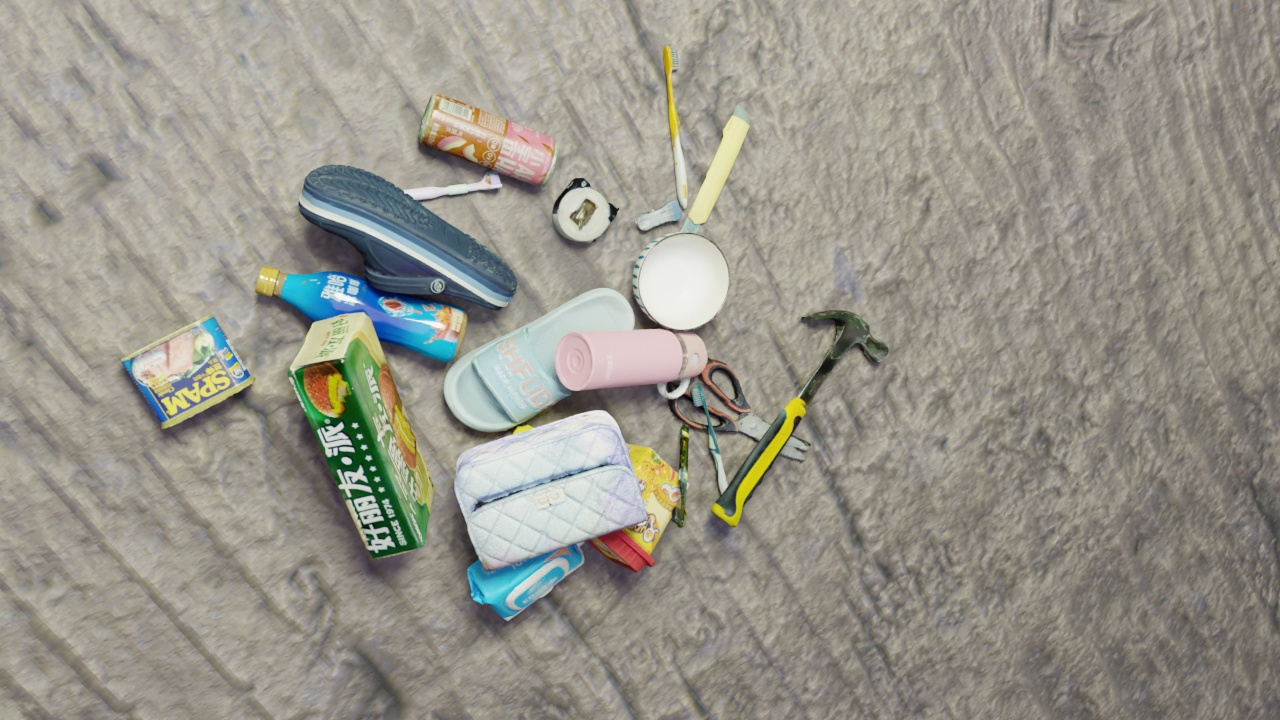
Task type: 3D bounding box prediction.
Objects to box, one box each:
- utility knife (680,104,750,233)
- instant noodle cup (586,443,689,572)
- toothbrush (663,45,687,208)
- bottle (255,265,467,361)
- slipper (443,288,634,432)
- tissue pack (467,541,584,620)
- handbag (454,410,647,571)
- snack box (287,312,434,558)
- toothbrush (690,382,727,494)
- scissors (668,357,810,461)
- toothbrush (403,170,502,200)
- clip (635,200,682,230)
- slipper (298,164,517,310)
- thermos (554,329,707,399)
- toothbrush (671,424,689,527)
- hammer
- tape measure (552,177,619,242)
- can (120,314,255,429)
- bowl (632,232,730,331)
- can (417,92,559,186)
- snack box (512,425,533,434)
[{"bbox_3d":[0.087,-0.216,1.124,0.031,0.021,0.198,24,90,-17],"label":"utility knife"},{"bbox_3d":[-0.015,0.173,1.113,0.116,0.116,0.123,44,72,-19],"label":"instant noodle cup"},{"bbox_3d":[0.045,-0.279,1.102,0.018,0.016,0.191,-12,102,-25],"label":"toothbrush"},{"bbox_3d":[-0.301,-0.056,0.994,0.218,0.065,0.065,16,93,-21],"label":"bottle"},{"bbox_3d":[-0.109,0.001,1.066,0.245,0.074,0.104,-33,109,-12],"label":"slipper"},{"bbox_3d":[-0.132,0.242,1.083,0.140,0.063,0.090,-37,151,-10],"label":"tissue pack"},{"bbox_3d":[-0.100,0.143,0.995,0.194,0.075,0.134,-18,109,-1],"label":"handbag"},{"bbox_3d":[-0.286,0.080,0.965,0.063,0.114,0.240,-13,117,0],"label":"snack box"},{"bbox_3d":[0.092,0.114,1.172,0.018,0.016,0.192,-16,113,0],"label":"toothbrush"},{"bbox_3d":[0.138,0.065,1.191,0.205,0.015,0.197,-12,102,-17],"label":"scissors"},{"bbox_3d":[-0.248,-0.186,1.015,0.189,0.029,0.021,-12,140,-16],"label":"toothbrush"},{"bbox_3d":[0.021,-0.174,1.109,0.058,0.041,0.026,-20,108,-10],"label":"clip"},{"bbox_3d":[-0.251,-0.117,0.980,0.252,0.105,0.095,28,107,-33],"label":"slipper"},{"bbox_3d":[-0.006,0.006,1.068,0.198,0.067,0.087,-2,108,-47],"label":"thermos"},{"bbox_3d":[0.048,0.132,1.094,0.017,0.185,0.012,35,118,-16],"label":"toothbrush"},{"bbox_3d":[0.193,0.071,1.187,0.126,0.032,0.323,40,80,-21],"label":"hammer"},{"bbox_3d":[-0.068,-0.171,1.072,0.065,0.033,0.066,38,86,-19],"label":"tape measure"},{"bbox_3d":[-0.470,0.011,0.954,0.102,0.057,0.083,-30,105,-12],"label":"can"},{"bbox_3d":[0.042,-0.097,1.103,0.116,0.066,0.116,-3,101,-18],"label":"bowl"},{"bbox_3d":[-0.167,-0.242,1.013,0.147,0.058,0.058,17,93,-20],"label":"can"},{"bbox_3d":[-0.128,0.131,1.074,0.082,0.091,0.080,34,94,-18],"label":"snack box"}]
